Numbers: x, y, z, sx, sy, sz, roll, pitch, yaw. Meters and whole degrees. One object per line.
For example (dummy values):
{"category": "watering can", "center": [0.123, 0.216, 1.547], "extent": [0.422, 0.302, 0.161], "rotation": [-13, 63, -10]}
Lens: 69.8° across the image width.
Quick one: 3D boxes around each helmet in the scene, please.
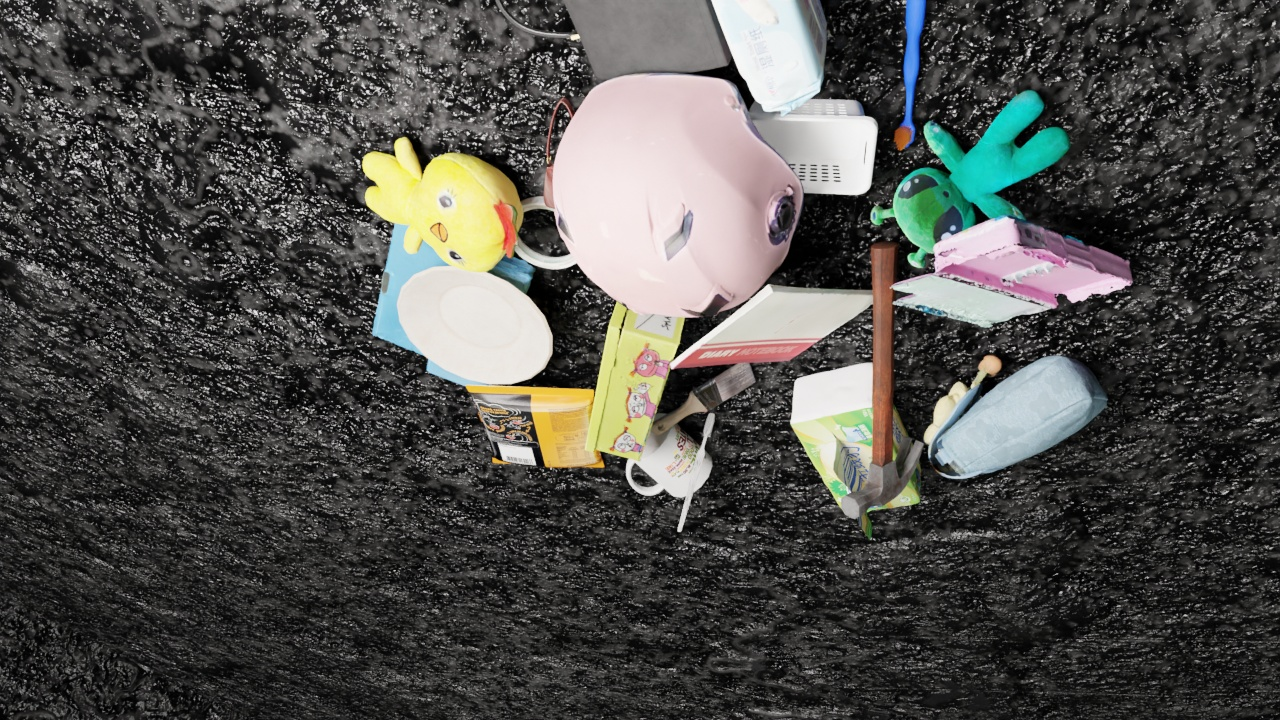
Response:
{"category": "helmet", "center": [0.024, -0.131, 0.859], "extent": [0.230, 0.152, 0.255], "rotation": [9, 144, 31]}

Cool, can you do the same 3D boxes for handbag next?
{"category": "handbag", "center": [-0.076, -0.210, 0.937], "extent": [0.055, 0.029, 0.120], "rotation": [8, 131, 10]}
{"category": "handbag", "center": [0.406, 0.055, 1.023], "extent": [0.192, 0.118, 0.121], "rotation": [-41, 155, 32]}
{"category": "handbag", "center": [-0.038, -0.325, 0.779], "extent": [0.196, 0.072, 0.176], "rotation": [-5, 134, 26]}

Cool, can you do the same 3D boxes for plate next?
{"category": "plate", "center": [-0.193, -0.046, 1.084], "extent": [0.189, 0.027, 0.189], "rotation": [9, 137, 8]}

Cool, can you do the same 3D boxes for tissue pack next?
{"category": "tissue pack", "center": [0.094, -0.301, 0.731], "extent": [0.070, 0.111, 0.182], "rotation": [-12, 130, 24]}
{"category": "tissue pack", "center": [0.260, 0.122, 1.103], "extent": [0.120, 0.141, 0.197], "rotation": [-20, 127, 31]}

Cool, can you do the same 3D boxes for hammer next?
{"category": "hammer", "center": [0.264, 0.019, 0.995], "extent": [0.028, 0.110, 0.301], "rotation": [22, 125, 49]}

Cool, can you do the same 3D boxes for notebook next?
{"category": "notebook", "center": [0.149, -0.035, 0.972], "extent": [0.208, 0.012, 0.153], "rotation": [-3, 153, -45]}

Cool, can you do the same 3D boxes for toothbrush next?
{"category": "toothbrush", "center": [0.235, -0.264, 0.799], "extent": [0.016, 0.018, 0.183], "rotation": [25, 145, 31]}
{"category": "toothbrush", "center": [0.070, 0.139, 1.143], "extent": [0.010, 0.181, 0.010], "rotation": [8, 140, 14]}

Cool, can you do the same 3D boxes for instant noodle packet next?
{"category": "instant noodle packet", "center": [-0.135, 0.092, 1.232], "extent": [0.160, 0.032, 0.221], "rotation": [2, 148, 3]}

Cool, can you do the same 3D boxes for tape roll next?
{"category": "tape roll", "center": [-0.103, -0.141, 1.021], "extent": [0.093, 0.013, 0.093], "rotation": [7, 137, 7]}

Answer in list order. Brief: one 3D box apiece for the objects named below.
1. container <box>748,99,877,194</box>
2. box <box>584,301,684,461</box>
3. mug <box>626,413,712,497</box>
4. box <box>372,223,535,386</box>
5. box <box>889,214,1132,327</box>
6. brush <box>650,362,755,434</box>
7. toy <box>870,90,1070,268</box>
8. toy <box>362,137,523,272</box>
{"category": "container", "center": [0.153, -0.204, 0.860], "extent": [0.129, 0.049, 0.081], "rotation": [4, 136, 11]}
{"category": "box", "center": [-0.007, 0.006, 1.072], "extent": [0.081, 0.124, 0.222], "rotation": [16, 139, -1]}
{"category": "mug", "center": [0.028, 0.135, 1.220], "extent": [0.105, 0.073, 0.089], "rotation": [-39, 119, 12]}
{"category": "box", "center": [-0.239, -0.062, 1.126], "extent": [0.174, 0.033, 0.232], "rotation": [21, 137, -6]}
{"category": "box", "center": [0.345, -0.077, 0.883], "extent": [0.230, 0.035, 0.160], "rotation": [8, 159, -39]}
{"category": "brush", "center": [0.076, 0.049, 1.136], "extent": [0.151, 0.012, 0.039], "rotation": [-32, 124, 13]}
{"category": "toy", "center": [0.304, -0.162, 0.855], "extent": [0.194, 0.072, 0.130], "rotation": [-41, 76, 38]}
{"category": "toy", "center": [-0.208, -0.166, 0.975], "extent": [0.208, 0.092, 0.134], "rotation": [15, 132, 13]}
